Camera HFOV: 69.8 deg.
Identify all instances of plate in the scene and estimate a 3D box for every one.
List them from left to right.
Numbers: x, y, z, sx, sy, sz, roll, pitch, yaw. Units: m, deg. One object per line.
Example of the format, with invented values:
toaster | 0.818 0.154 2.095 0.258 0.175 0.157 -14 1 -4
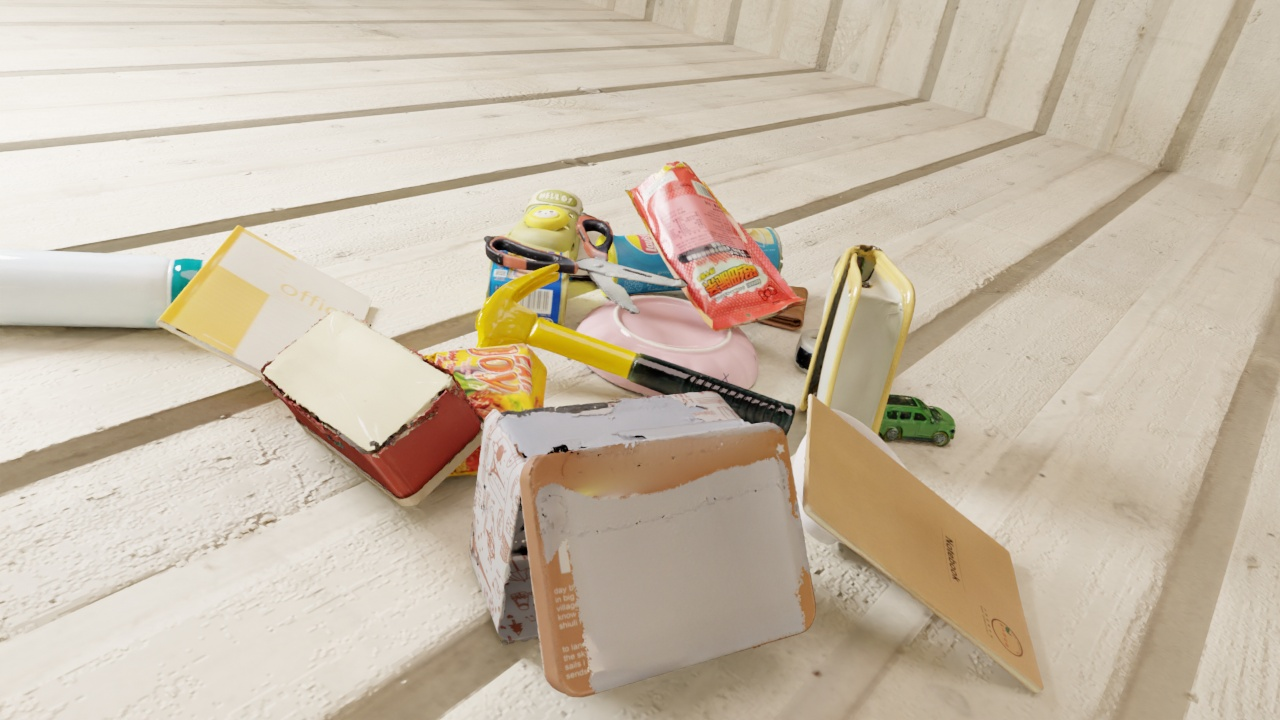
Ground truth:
plate | 0.029 -0.023 0.932 0.192 0.039 0.192 8 28 -5

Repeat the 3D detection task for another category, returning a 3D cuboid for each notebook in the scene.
notebook | -0.320 -0.044 0.814 0.146 0.010 0.206 31 22 -20
notebook | 0.195 0.121 0.645 0.207 0.008 0.147 38 28 -9

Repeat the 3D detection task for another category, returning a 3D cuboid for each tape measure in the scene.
tape measure | 0.196 -0.006 0.967 0.066 0.034 0.065 24 29 23

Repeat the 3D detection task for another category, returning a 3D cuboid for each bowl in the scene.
bowl | 0.154 0.102 0.698 0.118 0.065 0.118 31 30 -21

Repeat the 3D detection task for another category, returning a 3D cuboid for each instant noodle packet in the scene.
instant noodle packet | -0.128 0.036 0.729 0.110 0.044 0.128 -4 40 -4

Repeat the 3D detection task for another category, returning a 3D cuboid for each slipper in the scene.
slipper | -0.113 -0.172 1.122 0.091 0.082 0.190 9 25 2

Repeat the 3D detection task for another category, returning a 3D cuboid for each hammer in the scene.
hammer | -0.005 0.005 0.835 0.301 0.033 0.128 20 70 1

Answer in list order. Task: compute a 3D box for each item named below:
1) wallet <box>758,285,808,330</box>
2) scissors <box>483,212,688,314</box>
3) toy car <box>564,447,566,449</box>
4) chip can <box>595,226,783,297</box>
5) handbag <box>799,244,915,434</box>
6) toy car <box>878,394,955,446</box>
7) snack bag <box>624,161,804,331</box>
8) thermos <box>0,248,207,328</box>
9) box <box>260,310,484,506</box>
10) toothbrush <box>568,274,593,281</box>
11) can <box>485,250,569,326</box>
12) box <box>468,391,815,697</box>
wallet | 0.140 -0.072 1.089 0.115 0.020 0.101 12 26 8
scissors | -0.060 -0.102 0.941 0.189 0.015 0.225 -5 35 -15
toy car | -0.037 0.090 0.706 0.048 0.032 0.105 7 39 -8
chip can | 0.056 -0.116 1.063 0.210 0.071 0.071 -6 32 -19
handbag | 0.189 -0.026 0.864 0.063 0.164 0.178 8 26 -4
toy car | 0.256 0.055 0.873 0.091 0.036 0.043 9 26 -12
snack bag | 0.073 -0.120 0.981 0.128 0.073 0.207 -12 57 -31
thermos | -0.482 -0.061 0.796 0.224 0.073 0.073 1 29 -20
box | -0.199 0.023 0.671 0.168 0.078 0.091 25 60 38
toothbrush | -0.037 -0.098 1.078 0.189 0.016 0.014 1 18 -17
can | -0.119 -0.081 0.971 0.083 0.057 0.102 5 28 -6
box | 0.008 0.110 0.559 0.181 0.150 0.166 -4 33 -26
